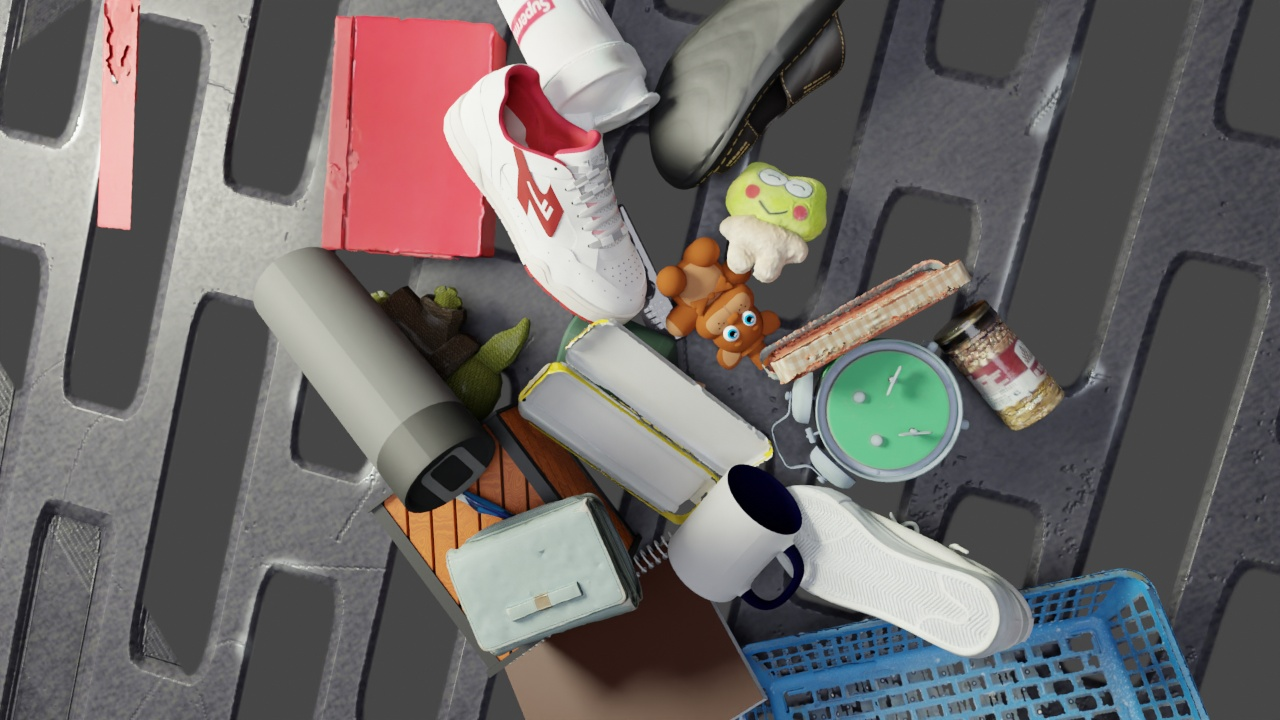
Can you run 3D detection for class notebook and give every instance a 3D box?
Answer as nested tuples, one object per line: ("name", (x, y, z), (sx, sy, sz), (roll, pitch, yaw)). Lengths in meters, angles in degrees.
("notebook", (-0.016, 0.281, 0.832), (0.209, 0.022, 0.171), (-36, 60, 10))

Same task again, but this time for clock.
("clock", (0.195, 0.049, 0.805), (0.162, 0.075, 0.122), (-22, 91, 8))

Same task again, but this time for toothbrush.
("toothbrush", (-0.133, 0.117, 0.737), (0.189, 0.016, 0.017), (25, 106, 4))

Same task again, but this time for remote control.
("remote control", (0.000, -0.077, 0.850), (0.032, 0.015, 0.136), (-26, 93, 8))

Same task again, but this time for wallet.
("wallet", (-0.073, 0.166, 0.705), (0.132, 0.054, 0.100), (-24, 100, 11))

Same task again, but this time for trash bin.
("trash bin", (-0.113, 0.147, 0.815), (0.140, 0.139, 0.172), (-37, 89, 7))

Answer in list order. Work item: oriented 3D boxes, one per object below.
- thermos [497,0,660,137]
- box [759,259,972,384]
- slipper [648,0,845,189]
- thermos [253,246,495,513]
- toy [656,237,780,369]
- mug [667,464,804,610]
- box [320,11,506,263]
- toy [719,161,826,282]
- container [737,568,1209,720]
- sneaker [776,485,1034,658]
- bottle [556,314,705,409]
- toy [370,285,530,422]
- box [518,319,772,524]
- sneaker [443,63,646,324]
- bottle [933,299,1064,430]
("thermos", (-0.076, -0.300, 0.811), (0.099, 0.099, 0.220), (-29, 85, 8))
("box", (0.192, -0.035, 0.788), (0.187, 0.083, 0.042), (-28, 91, -5))
("slipper", (0.106, -0.264, 0.798), (0.113, 0.075, 0.268), (47, 109, 26))
("thermos", (-0.216, 0.012, 0.738), (0.082, 0.082, 0.240), (-49, 64, 7))
("toy", (0.073, -0.044, 0.821), (0.095, 0.065, 0.127), (-42, 94, -1))
("mug", (0.093, 0.164, 0.803), (0.112, 0.078, 0.097), (48, 121, 21))
("box", (-0.202, -0.202, 0.848), (0.153, 0.164, 0.214), (9, 95, 50))
("toy", (0.115, -0.121, 0.806), (0.092, 0.046, 0.115), (22, 67, 4))
("container", (0.277, 0.341, 0.770), (0.362, 0.089, 0.256), (-14, 64, 7))
("sneaker", (0.213, 0.177, 0.777), (0.242, 0.090, 0.089), (22, 94, 48))
("bottle", (-0.005, 0.005, 0.828), (0.131, 0.061, 0.061), (24, 130, 5))
("toy", (-0.198, 0.001, 0.848), (0.153, 0.078, 0.179), (37, 98, -3))
("box", (0.006, 0.057, 0.804), (0.209, 0.036, 0.130), (38, 116, -21))
("sneaker", (-0.058, -0.140, 0.769), (0.105, 0.090, 0.236), (-26, 101, 46))
("bottle", (0.311, 0.004, 0.798), (0.056, 0.056, 0.105), (-40, 89, 7))
